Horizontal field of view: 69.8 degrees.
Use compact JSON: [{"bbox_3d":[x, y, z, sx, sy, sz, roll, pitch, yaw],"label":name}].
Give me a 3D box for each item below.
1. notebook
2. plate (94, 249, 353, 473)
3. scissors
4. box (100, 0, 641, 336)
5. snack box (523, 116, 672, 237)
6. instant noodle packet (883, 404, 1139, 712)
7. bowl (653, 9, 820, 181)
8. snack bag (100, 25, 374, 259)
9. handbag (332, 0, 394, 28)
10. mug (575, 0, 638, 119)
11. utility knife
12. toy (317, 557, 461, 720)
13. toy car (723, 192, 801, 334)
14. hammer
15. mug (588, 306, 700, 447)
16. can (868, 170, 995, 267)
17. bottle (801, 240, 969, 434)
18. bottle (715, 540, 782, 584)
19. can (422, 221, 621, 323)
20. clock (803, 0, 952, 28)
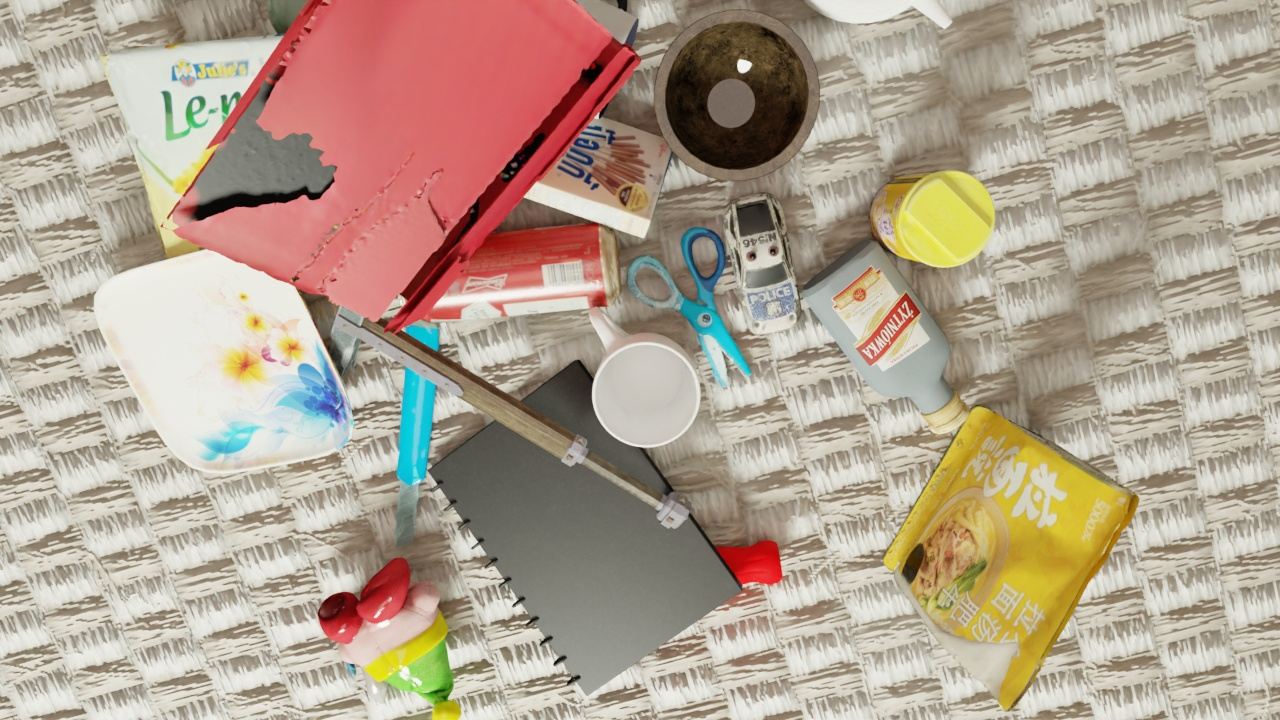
[{"bbox_3d":[-0.052,0.142,0.764,0.169,0.019,0.231,-36,87,7],"label":"notebook"},{"bbox_3d":[-0.329,0.002,0.736,0.187,0.016,0.187,-11,114,16],"label":"plate"},{"bbox_3d":[0.060,-0.043,0.750,0.090,0.014,0.141,-38,95,6],"label":"scissors"},{"bbox_3d":[-0.104,-0.121,0.518,0.124,0.315,0.211,45,106,5],"label":"box"},{"bbox_3d":[-0.055,-0.155,0.703,0.150,0.026,0.081,19,62,-2],"label":"snack box"},{"bbox_3d":[0.271,0.137,0.673,0.084,0.221,0.163,29,99,-1],"label":"instant noodle packet"},{"bbox_3d":[0.071,-0.198,0.697,0.121,0.056,0.121,0,101,1],"label":"bowl"},{"bbox_3d":[-0.264,-0.164,0.697,0.247,0.068,0.160,-3,111,3],"label":"snack bag"},{"bbox_3d":[-0.215,-0.296,0.680,0.122,0.067,0.106,-5,105,4],"label":"handbag"},{"bbox_3d":[-0.055,-0.250,0.687,0.097,0.079,0.111,23,72,-3],"label":"mug"},{"bbox_3d":[-0.192,0.059,0.773,0.031,0.015,0.209,9,97,3],"label":"utility knife"},{"bbox_3d":[-0.207,0.247,0.776,0.124,0.096,0.131,-32,121,11],"label":"toy"},{"bbox_3d":[0.098,-0.075,0.728,0.048,0.040,0.113,-13,101,5],"label":"toy car"},{"bbox_3d":[-0.096,0.040,0.717,0.317,0.028,0.147,31,131,-4],"label":"hammer"},{"bbox_3d":[-0.004,0.004,0.721,0.081,0.087,0.114,-34,98,7],"label":"mug"},{"bbox_3d":[0.214,-0.107,0.686,0.067,0.105,0.068,0,100,1],"label":"can"},{"bbox_3d":[0.204,-0.013,0.734,0.072,0.046,0.161,-37,98,8],"label":"bottle"},{"bbox_3d":[0.059,0.178,0.779,0.119,0.036,0.036,-8,100,3],"label":"bottle"},{"bbox_3d":[-0.101,-0.068,0.721,0.170,0.067,0.067,-5,100,2],"label":"can"},{"bbox_3d":[0.163,-0.316,0.673,0.161,0.072,0.125,18,101,5],"label":"clock"}]
